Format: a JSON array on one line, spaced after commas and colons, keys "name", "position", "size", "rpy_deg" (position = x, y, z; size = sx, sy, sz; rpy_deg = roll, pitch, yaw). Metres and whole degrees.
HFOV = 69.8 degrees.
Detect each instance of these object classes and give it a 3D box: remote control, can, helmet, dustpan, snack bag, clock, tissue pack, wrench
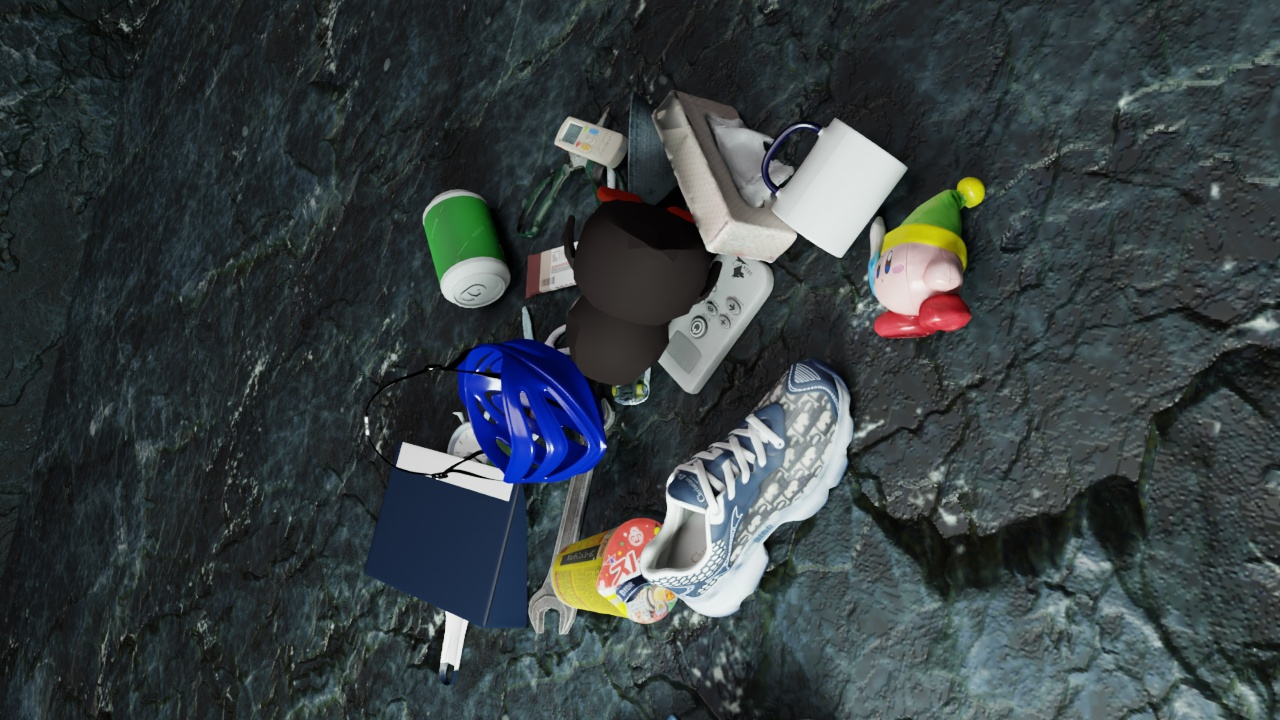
[{"name": "remote control", "position": [-0.059, -0.256, 1.070], "size": [0.126, 0.018, 0.038], "rpy_deg": [33, 96, 47]}, {"name": "remote control", "position": [0.073, -0.045, 0.934], "size": [0.151, 0.019, 0.074], "rpy_deg": [-56, 51, 18]}, {"name": "can", "position": [-0.223, -0.144, 1.173], "size": [0.088, 0.087, 0.139], "rpy_deg": [-38, 58, 29]}, {"name": "helmet", "position": [-0.162, 0.063, 0.970], "size": [0.242, 0.227, 0.148], "rpy_deg": [27, 122, 49]}, {"name": "dustpan", "position": [-0.227, 0.255, 1.106], "size": [0.237, 0.080, 0.273], "rpy_deg": [8, 82, 41]}, {"name": "snack bag", "position": [-0.088, -0.112, 1.088], "size": [0.158, 0.013, 0.057], "rpy_deg": [-9, 77, 47]}, {"name": "clock", "position": [-0.197, 0.123, 1.122], "size": [0.095, 0.042, 0.119], "rpy_deg": [-3, 78, 42]}, {"name": "tissue pack", "position": [0.090, -0.188, 0.903], "size": [0.071, 0.103, 0.181], "rpy_deg": [-50, 48, 41]}, {"name": "wrench", "position": [-0.076, 0.174, 1.024], "size": [0.070, 0.010, 0.273], "rpy_deg": [11, 88, 42]}]

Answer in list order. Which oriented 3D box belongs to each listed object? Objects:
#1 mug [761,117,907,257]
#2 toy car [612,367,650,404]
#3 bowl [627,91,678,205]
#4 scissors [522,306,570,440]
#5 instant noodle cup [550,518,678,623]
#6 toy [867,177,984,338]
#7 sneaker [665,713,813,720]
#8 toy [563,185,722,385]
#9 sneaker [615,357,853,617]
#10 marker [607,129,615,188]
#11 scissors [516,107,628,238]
[{"name": "mug", "position": [0.164, -0.164, 0.825], "size": [0.112, 0.078, 0.097], "rpy_deg": [35, 108, 1]}, {"name": "toy car", "position": [-0.006, 0.006, 0.986], "size": [0.039, 0.027, 0.089], "rpy_deg": [-6, 67, 32]}, {"name": "bowl", "position": [0.018, -0.216, 0.982], "size": [0.057, 0.137, 0.137], "rpy_deg": [1, 79, 1]}, {"name": "scissors", "position": [-0.120, 0.007, 1.099], "size": [0.177, 0.013, 0.170], "rpy_deg": [-24, 63, 37]}, {"name": "instant noodle cup", "position": [-0.030, 0.214, 0.927], "size": [0.113, 0.100, 0.100], "rpy_deg": [-20, 67, 48]}, {"name": "toy", "position": [0.241, -0.086, 0.772], "size": [0.124, 0.096, 0.131], "rpy_deg": [148, 119, -78]}, {"name": "sneaker", "position": [0.031, 0.377, 0.810], "size": [0.295, 0.127, 0.120], "rpy_deg": [-29, 64, 36]}, {"name": "toy", "position": [-0.013, -0.057, 0.906], "size": [0.140, 0.159, 0.184], "rpy_deg": [-91, 19, -65]}, {"name": "sneaker", "position": [0.081, 0.112, 0.817], "size": [0.103, 0.132, 0.270], "rpy_deg": [42, 108, 41]}, {"name": "marker", "position": [-0.033, -0.198, 1.069], "size": [0.011, 0.011, 0.152], "rpy_deg": [-12, 73, 39]}, {"name": "scissors", "position": [-0.085, -0.202, 1.103], "size": [0.206, 0.015, 0.201], "rpy_deg": [-45, 47, 29]}]
